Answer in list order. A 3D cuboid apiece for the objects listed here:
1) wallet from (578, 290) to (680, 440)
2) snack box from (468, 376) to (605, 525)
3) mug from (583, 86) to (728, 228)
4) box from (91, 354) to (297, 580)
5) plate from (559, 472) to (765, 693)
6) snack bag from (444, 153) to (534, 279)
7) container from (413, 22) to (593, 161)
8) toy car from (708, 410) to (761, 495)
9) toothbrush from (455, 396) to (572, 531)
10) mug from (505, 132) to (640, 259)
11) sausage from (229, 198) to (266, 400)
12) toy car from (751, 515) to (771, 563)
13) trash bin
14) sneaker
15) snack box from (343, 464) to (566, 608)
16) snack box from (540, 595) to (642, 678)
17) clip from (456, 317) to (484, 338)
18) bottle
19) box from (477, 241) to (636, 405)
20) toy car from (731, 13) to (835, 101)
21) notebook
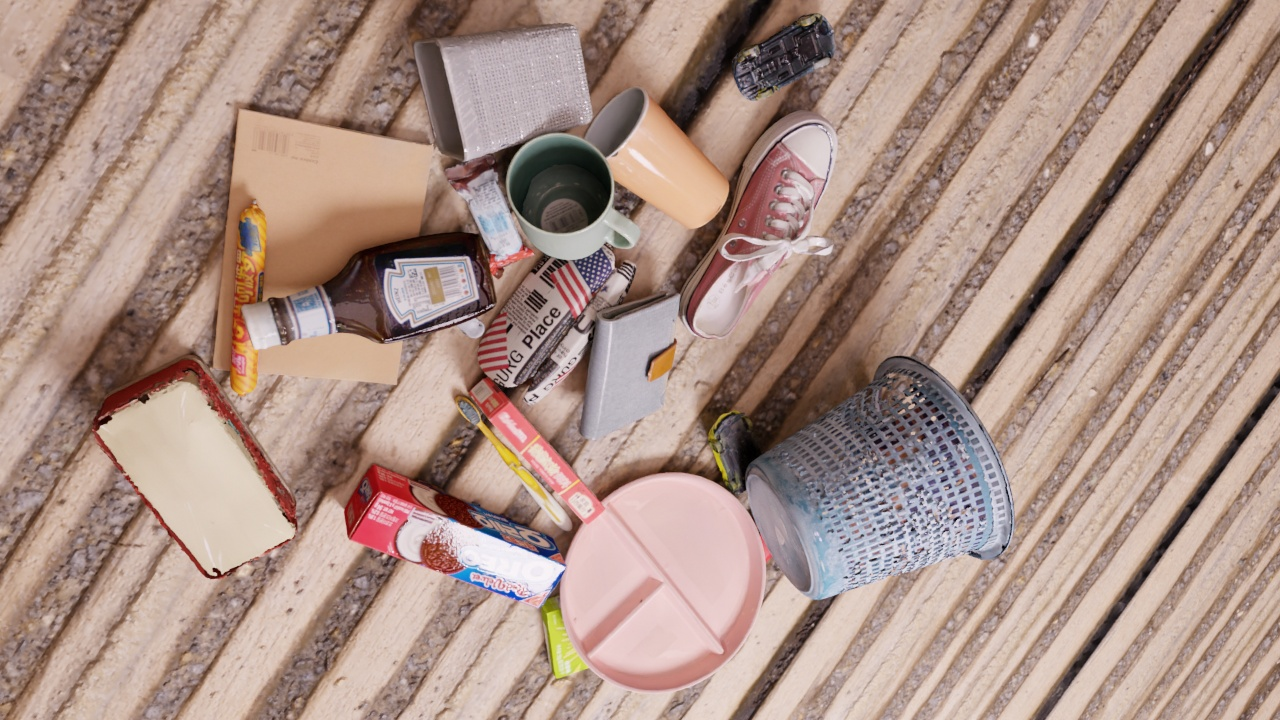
[{"bbox_3d":[-0.005,0.005,0.857,0.106,0.037,0.130,-21,132,-41],"label":"wallet"},{"bbox_3d":[-0.095,0.084,0.849,0.025,0.075,0.153,-41,119,-7],"label":"snack box"},{"bbox_3d":[0.018,-0.174,0.813,0.122,0.078,0.078,33,93,-35],"label":"mug"},{"bbox_3d":[-0.350,0.089,0.737,0.091,0.078,0.168,-29,118,-12],"label":"box"},{"bbox_3d":[0.024,0.229,0.953,0.229,0.028,0.229,-1,93,-20],"label":"plate"},{"bbox_3d":[-0.127,-0.123,0.790,0.045,0.026,0.105,-25,115,-8],"label":"snack bag"},{"bbox_3d":[-0.107,-0.218,0.731,0.114,0.090,0.090,-19,115,-20],"label":"container"},{"bbox_3d":[0.098,0.094,0.960,0.048,0.032,0.105,-35,129,-16],"label":"toy car"},{"bbox_3d":[-0.117,0.103,0.879,0.016,0.018,0.191,-38,119,-6],"label":"toothbrush"},{"bbox_3d":[-0.050,-0.124,0.756,0.112,0.106,0.082,28,84,2],"label":"mug"},{"bbox_3d":[-0.311,-0.046,0.728,0.021,0.021,0.165,2,107,-25],"label":"sausage"},{"bbox_3d":[0.133,0.199,1.018,0.049,0.031,0.106,37,89,-31],"label":"toy car"},{"bbox_3d":[0.222,0.133,0.927,0.195,0.226,0.227,-22,115,-12],"label":"trash bin"},{"bbox_3d":[0.122,-0.121,0.867,0.118,0.088,0.241,28,96,-29],"label":"sneaker"},{"bbox_3d":[-0.169,0.167,0.857,0.207,0.058,0.057,30,97,-29],"label":"snack box"},{"bbox_3d":[-0.025,0.273,0.976,0.156,0.026,0.086,-12,113,-20],"label":"snack box"},{"bbox_3d":[-0.162,-0.042,0.810,0.025,0.036,0.058,-48,115,-5],"label":"clip"},{"bbox_3d":[-0.217,-0.051,0.743,0.194,0.044,0.080,-17,102,-23],"label":"bottle"},{"bbox_3d":[-0.077,-0.042,0.834,0.087,0.076,0.162,39,92,1],"label":"box"},{"bbox_3d":[0.132,-0.280,0.846,0.105,0.031,0.049,-31,118,-10],"label":"toy car"},{"bbox_3d":[-0.260,-0.086,0.753,0.149,0.012,0.212,6,106,-24],"label":"notebook"}]
